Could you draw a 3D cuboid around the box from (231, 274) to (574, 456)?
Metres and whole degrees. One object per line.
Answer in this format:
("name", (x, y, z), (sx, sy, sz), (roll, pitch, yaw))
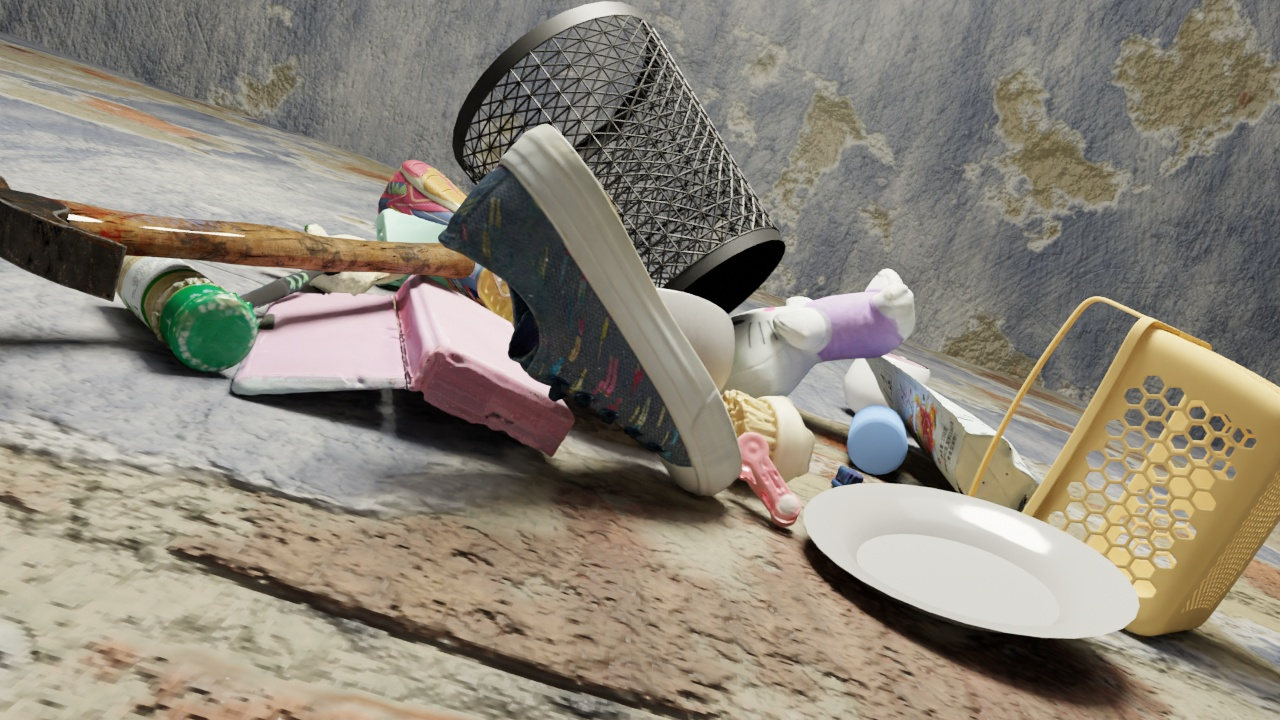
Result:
("box", (-0.143, -0.015, 0.567), (0.180, 0.055, 0.233), (14, 11, -21))

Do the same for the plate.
("plate", (0.174, 0.111, 0.501), (0.173, 0.019, 0.172), (8, 15, -2))

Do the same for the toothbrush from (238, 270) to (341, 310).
("toothbrush", (-0.234, -0.049, 0.607), (0.017, 0.014, 0.187), (-10, 15, 12))

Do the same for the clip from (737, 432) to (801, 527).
("clip", (0.074, 0.068, 0.530), (0.022, 0.035, 0.057), (-26, 63, -21))

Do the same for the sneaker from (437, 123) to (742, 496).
("sneaker", (-0.023, -0.005, 0.482), (0.087, 0.079, 0.235), (42, -14, 55))

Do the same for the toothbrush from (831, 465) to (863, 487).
("toothbrush", (0.170, 0.108, 0.582), (0.016, 0.017, 0.190), (15, 10, -19))

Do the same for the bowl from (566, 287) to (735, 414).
("bowl", (-0.004, 0.004, 0.617), (0.132, 0.064, 0.132), (4, -17, 1))

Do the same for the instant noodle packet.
("instant noodle packet", (0.263, 0.066, 0.819), (0.147, 0.057, 0.269), (53, 4, -10))

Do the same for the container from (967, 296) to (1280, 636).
("container", (0.322, 0.067, 0.612), (0.129, 0.184, 0.167), (10, 20, -42))

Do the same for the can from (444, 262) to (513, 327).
("can", (-0.108, -0.053, 0.733), (0.059, 0.053, 0.100), (27, -24, 42))

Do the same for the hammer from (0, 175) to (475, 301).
("hammer", (-0.196, -0.061, 0.524), (0.120, 0.033, 0.329), (23, 12, 22))

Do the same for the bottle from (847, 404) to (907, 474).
("bottle", (0.207, 0.064, 0.804), (0.048, 0.048, 0.131), (21, 10, 12))

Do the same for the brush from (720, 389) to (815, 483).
("brush", (0.094, 0.047, 0.690), (0.077, 0.062, 0.272), (25, 7, 10))

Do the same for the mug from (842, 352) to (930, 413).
("mug", (0.267, 0.028, 1.035), (0.090, 0.076, 0.124), (16, 10, -18))

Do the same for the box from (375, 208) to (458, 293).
("box", (-0.182, -0.075, 0.902), (0.188, 0.079, 0.077), (10, 53, -41))

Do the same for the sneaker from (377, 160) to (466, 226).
("sneaker", (-0.183, -0.118, 1.025), (0.242, 0.091, 0.116), (38, 15, -3))

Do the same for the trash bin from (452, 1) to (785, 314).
("trash bin", (-0.010, -0.146, 0.817), (0.243, 0.217, 0.216), (54, 21, 14))

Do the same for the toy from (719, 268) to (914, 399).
("toy", (0.150, -0.019, 0.856), (0.209, 0.085, 0.137), (-20, 11, 13))

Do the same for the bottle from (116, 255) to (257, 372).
("bottle", (-0.243, -0.030, 0.483), (0.110, 0.043, 0.042), (26, 12, 40))

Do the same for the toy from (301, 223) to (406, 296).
("toy", (-0.234, -0.077, 0.735), (0.112, 0.050, 0.087), (25, 14, -3))
